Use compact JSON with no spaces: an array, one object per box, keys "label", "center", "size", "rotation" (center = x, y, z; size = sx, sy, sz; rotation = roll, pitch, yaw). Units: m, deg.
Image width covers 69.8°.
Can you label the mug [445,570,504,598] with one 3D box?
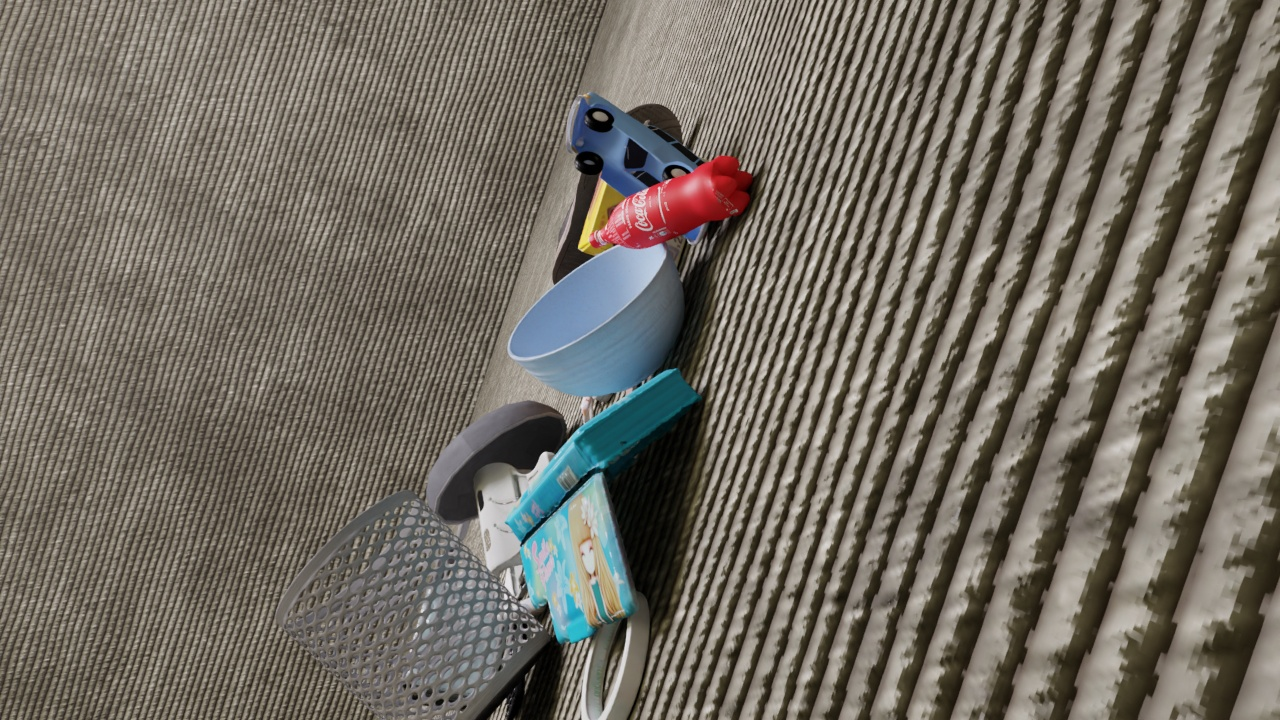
[{"label":"mug","center":[-0.219,0.312,1.140],"size":[0.106,0.082,0.082],"rotation":[129,156,-57]}]

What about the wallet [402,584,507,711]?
[{"label":"wallet","center":[-0.206,0.322,1.032],"size":[0.054,0.100,0.131],"rotation":[116,167,-48]}]

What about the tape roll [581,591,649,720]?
[{"label":"tape roll","center":[-0.017,0.194,0.590],"size":[0.093,0.013,0.093],"rotation":[-163,91,-77]}]

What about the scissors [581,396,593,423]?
[{"label":"scissors","center":[-0.053,0.029,0.968],"size":[0.128,0.013,0.065],"rotation":[-84,-7,-79]}]

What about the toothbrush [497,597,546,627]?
[{"label":"toothbrush","center":[-0.108,0.240,0.890],"size":[0.186,0.022,0.024],"rotation":[140,136,-58]}]

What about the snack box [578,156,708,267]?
[{"label":"snack box","center":[0.002,-0.137,0.810],"size":[0.061,0.083,0.105],"rotation":[-175,102,-79]}]

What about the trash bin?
[{"label":"trash bin","center":[-0.189,0.231,0.794],"size":[0.156,0.183,0.156],"rotation":[-47,-10,-11]}]

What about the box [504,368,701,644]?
[{"label":"box","center":[-0.045,0.109,0.661],"size":[0.228,0.084,0.171],"rotation":[-50,18,59]}]

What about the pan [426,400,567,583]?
[{"label":"pan","center":[-0.200,0.170,1.078],"size":[0.178,0.041,0.358],"rotation":[-20,-31,-45]}]

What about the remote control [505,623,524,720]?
[{"label":"remote control","center":[-0.124,0.298,0.914],"size":[0.140,0.009,0.030],"rotation":[-104,34,-67]}]

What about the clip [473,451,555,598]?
[{"label":"clip","center":[-0.129,0.154,0.929],"size":[0.152,0.104,0.126],"rotation":[116,146,-41]}]

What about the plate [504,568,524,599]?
[{"label":"plate","center":[-0.132,0.213,1.065],"size":[0.134,0.011,0.134],"rotation":[-163,91,-78]}]

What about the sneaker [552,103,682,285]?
[{"label":"sneaker","center":[-0.022,-0.183,0.982],"size":[0.119,0.095,0.235],"rotation":[-81,11,-51]}]

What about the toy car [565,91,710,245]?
[{"label":"toy car","center":[0.003,-0.157,0.736],"size":[0.054,0.153,0.056],"rotation":[-35,-24,-38]}]

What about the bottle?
[{"label":"bottle","center":[0.017,-0.110,0.681],"size":[0.142,0.042,0.041],"rotation":[-16,50,37]}]

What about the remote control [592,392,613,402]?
[{"label":"remote control","center":[-0.024,-0.032,0.923],"size":[0.074,0.019,0.150],"rotation":[124,160,-52]}]

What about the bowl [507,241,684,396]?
[{"label":"bowl","center":[-0.023,-0.023,0.724],"size":[0.151,0.075,0.150],"rotation":[-30,24,15]}]

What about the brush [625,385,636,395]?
[{"label":"brush","center":[-0.005,0.005,0.812],"size":[0.135,0.015,0.050],"rotation":[-92,22,-43]}]
